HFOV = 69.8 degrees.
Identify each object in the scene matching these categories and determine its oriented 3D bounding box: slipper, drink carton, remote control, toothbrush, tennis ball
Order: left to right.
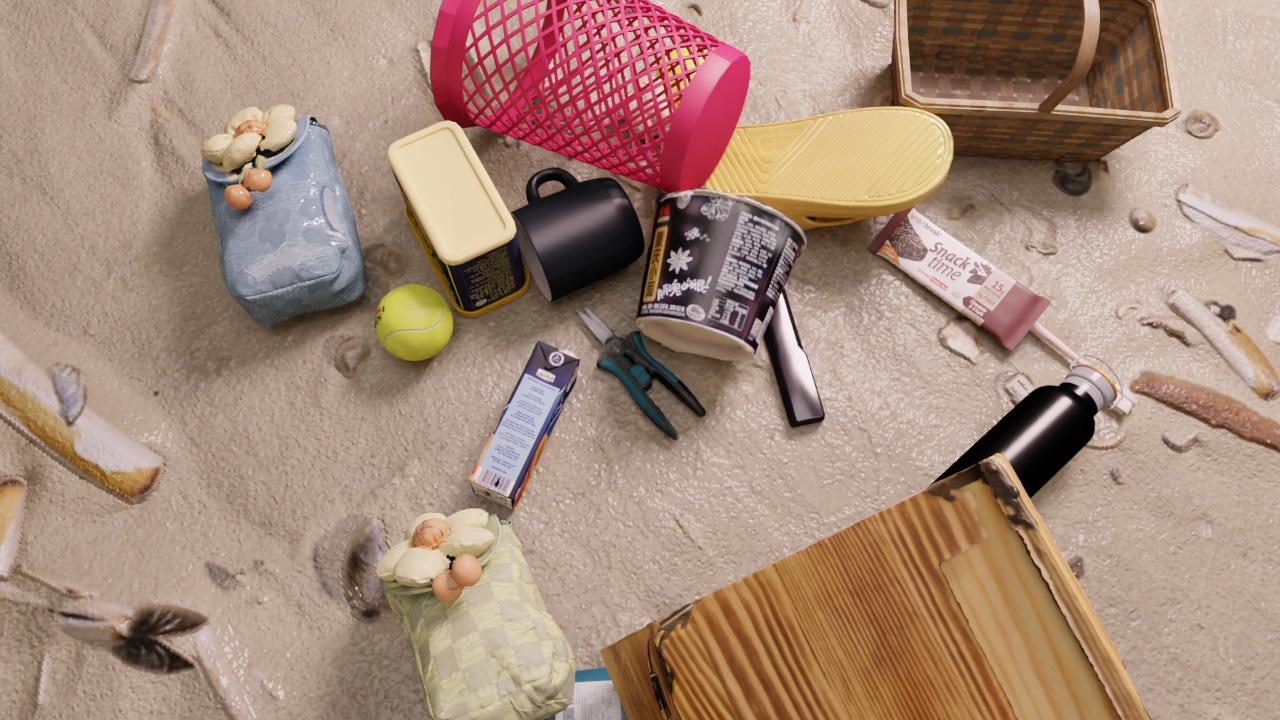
[{"bbox_3d":[-0.193,-0.032,0.783,0.065,0.065,0.065,1,70,-2],"label":"tennis ball"},{"bbox_3d":[-0.094,0.053,0.756,0.040,0.064,0.129,24,71,1],"label":"drink carton"},{"bbox_3d":[0.130,-0.009,0.811,0.032,0.015,0.136,-11,71,-6],"label":"remote control"},{"bbox_3d":[0.147,-0.166,0.840,0.264,0.078,0.099,2,70,17],"label":"slipper"},{"bbox_3d":[0.365,-0.017,0.822,0.181,0.016,0.018,43,80,12],"label":"toothbrush"}]

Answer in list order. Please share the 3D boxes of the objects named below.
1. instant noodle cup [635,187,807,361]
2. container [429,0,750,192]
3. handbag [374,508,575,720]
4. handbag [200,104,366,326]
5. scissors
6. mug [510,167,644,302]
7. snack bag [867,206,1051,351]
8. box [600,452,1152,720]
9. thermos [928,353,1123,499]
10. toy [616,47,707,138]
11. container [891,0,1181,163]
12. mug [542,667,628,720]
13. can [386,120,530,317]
[{"bbox_3d":[0.060,-0.066,0.774,0.137,0.137,0.112,16,79,4],"label":"instant noodle cup"},{"bbox_3d":[-0.034,-0.245,0.792,0.226,0.183,0.183,28,71,13],"label":"container"},{"bbox_3d":[-0.123,0.178,0.665,0.113,0.117,0.186,-26,39,-14],"label":"handbag"},{"bbox_3d":[-0.315,-0.134,0.790,0.121,0.119,0.191,-16,66,-8],"label":"handbag"},{"bbox_3d":[-0.007,0.011,0.799,0.128,0.019,0.140,3,68,0],"label":"scissors"},{"bbox_3d":[-0.062,-0.123,0.812,0.094,0.085,0.121,-25,65,-11],"label":"mug"},{"bbox_3d":[0.287,-0.078,0.830,0.158,0.013,0.057,40,94,15],"label":"snack bag"},{"bbox_3d":[0.157,0.232,0.522,0.281,0.316,0.279,-14,72,-33],"label":"box"},{"bbox_3d":[0.317,0.076,0.762,0.231,0.061,0.061,-38,76,-14],"label":"thermos"},{"bbox_3d":[0.034,-0.254,0.882,0.115,0.046,0.092,-27,72,-4],"label":"toy"},{"bbox_3d":[0.355,-0.282,0.826,0.250,0.187,0.157,3,70,-1],"label":"container"},{"bbox_3d":[-0.022,0.262,0.680,0.121,0.078,0.078,-2,70,2],"label":"mug"},{"bbox_3d":[-0.157,-0.122,0.796,0.075,0.104,0.135,-27,73,-11],"label":"can"}]
